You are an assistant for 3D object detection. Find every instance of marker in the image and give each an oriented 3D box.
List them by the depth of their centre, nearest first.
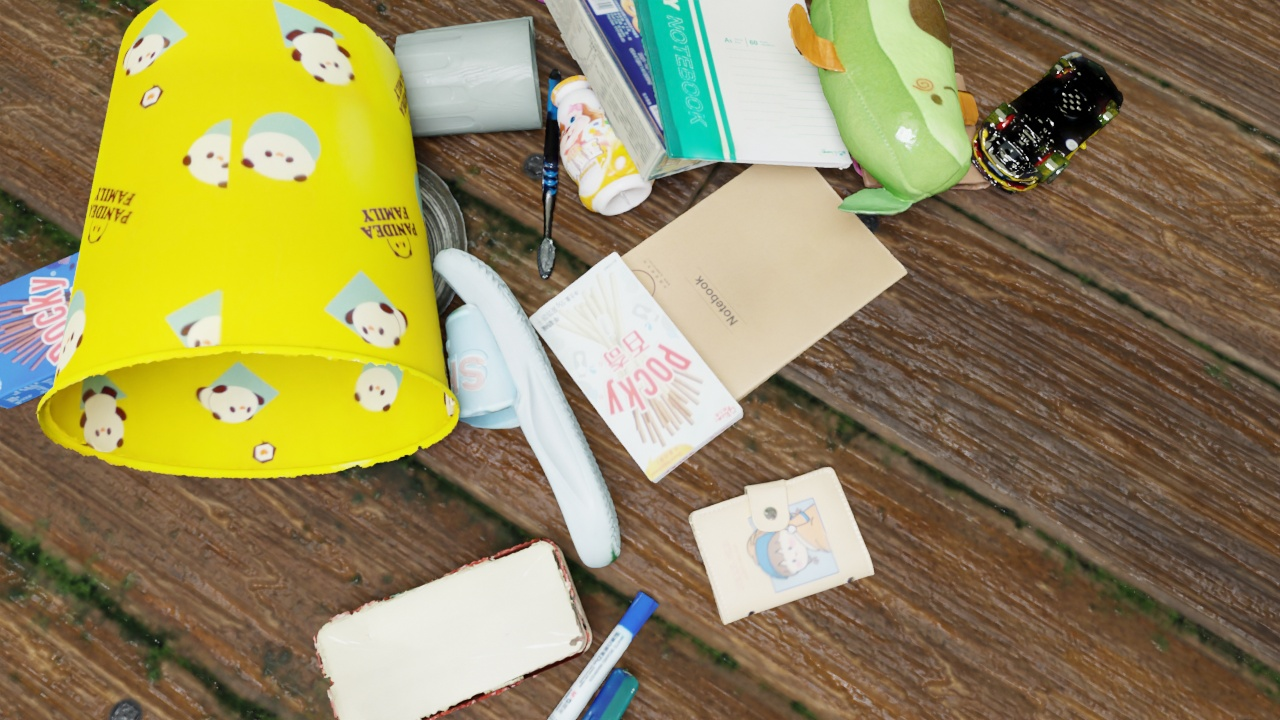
[{"bbox_3d":[-0.037,0.223,0.632,0.017,0.017,0.145,36,76,9],"label":"marker"}]

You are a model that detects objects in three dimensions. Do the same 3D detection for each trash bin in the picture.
[{"bbox_3d":[-0.239,-0.076,0.591,0.229,0.230,0.255,-6,69,-3],"label":"trash bin"}]

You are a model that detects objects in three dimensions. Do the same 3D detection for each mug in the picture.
[{"bbox_3d":[-0.135,-0.234,0.735,0.103,0.084,0.123,-7,48,-2],"label":"mug"}]

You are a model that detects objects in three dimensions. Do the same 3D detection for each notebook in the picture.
[{"bbox_3d":[0.070,-0.239,0.697,0.150,0.012,0.209,-2,69,-22],"label":"notebook"},{"bbox_3d":[0.085,-0.065,0.720,0.207,0.008,0.148,-36,78,-10],"label":"notebook"}]

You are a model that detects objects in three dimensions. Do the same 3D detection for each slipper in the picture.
[{"bbox_3d":[-0.088,0.037,0.644,0.074,0.104,0.245,-27,83,-2],"label":"slipper"}]

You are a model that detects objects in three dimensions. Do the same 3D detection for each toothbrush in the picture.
[{"bbox_3d":[-0.072,-0.155,0.739,0.014,0.016,0.189,3,73,-5],"label":"toothbrush"}]

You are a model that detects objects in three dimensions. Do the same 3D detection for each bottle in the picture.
[{"bbox_3d":[-0.034,-0.170,0.720,0.063,0.063,0.108,-24,75,-8],"label":"bottle"}]

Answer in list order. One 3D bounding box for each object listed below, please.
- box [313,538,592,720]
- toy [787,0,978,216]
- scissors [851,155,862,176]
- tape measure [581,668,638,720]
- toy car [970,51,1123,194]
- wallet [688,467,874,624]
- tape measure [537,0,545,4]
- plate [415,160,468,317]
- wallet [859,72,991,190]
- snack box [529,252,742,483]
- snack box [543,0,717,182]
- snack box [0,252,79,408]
[{"bbox_3d":[-0.123,0.183,0.611,0.168,0.077,0.091,-21,76,-7],"label":"box"},{"bbox_3d":[0.182,-0.218,0.676,0.226,0.090,0.246,6,62,-34],"label":"toy"},{"bbox_3d":[0.208,-0.204,0.760,0.057,0.017,0.133,12,71,1],"label":"scissors"},{"bbox_3d":[-0.025,0.239,0.608,0.025,0.055,0.058,32,44,10],"label":"tape measure"},{"bbox_3d":[0.331,-0.191,0.741,0.155,0.041,0.071,-39,81,-23],"label":"toy car"},{"bbox_3d":[0.099,0.129,0.659,0.115,0.024,0.087,-17,80,-4],"label":"wallet"},{"bbox_3d":[-0.079,-0.324,0.765,0.058,0.057,0.039,22,79,20],"label":"tape measure"},{"bbox_3d":[-0.223,-0.082,0.713,0.179,0.024,0.179,1,75,-2],"label":"plate"},{"bbox_3d":[0.221,-0.185,0.738,0.115,0.020,0.101,-3,73,-16],"label":"wallet"},{"bbox_3d":[-0.004,0.004,0.683,0.084,0.027,0.157,-38,77,-1],"label":"snack box"},{"bbox_3d":[0.042,-0.242,0.721,0.182,0.046,0.178,-20,75,-29],"label":"snack box"},{"bbox_3d":[-0.421,-0.036,0.693,0.157,0.026,0.084,-26,77,-8],"label":"snack box"}]
